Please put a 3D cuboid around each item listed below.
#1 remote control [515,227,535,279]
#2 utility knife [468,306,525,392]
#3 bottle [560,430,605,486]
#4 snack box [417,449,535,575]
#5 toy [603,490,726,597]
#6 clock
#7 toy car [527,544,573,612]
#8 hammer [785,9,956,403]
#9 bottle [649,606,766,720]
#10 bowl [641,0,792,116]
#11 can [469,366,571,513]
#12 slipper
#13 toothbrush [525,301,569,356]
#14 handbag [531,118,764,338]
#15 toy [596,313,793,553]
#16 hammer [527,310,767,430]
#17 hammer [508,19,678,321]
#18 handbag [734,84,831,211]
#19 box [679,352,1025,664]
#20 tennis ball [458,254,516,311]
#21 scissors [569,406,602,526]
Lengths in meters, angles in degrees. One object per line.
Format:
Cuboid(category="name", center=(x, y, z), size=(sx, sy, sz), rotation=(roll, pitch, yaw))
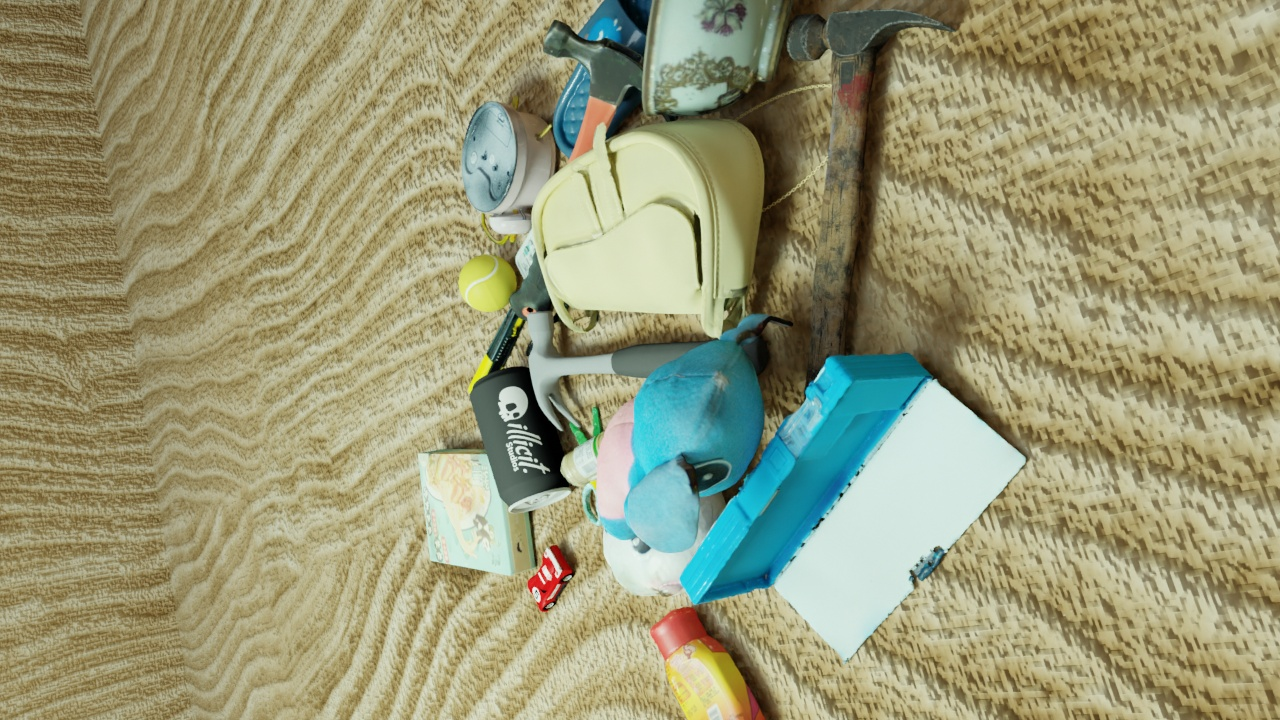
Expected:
Cuboid(category="remote control", center=(-0.093, -0.135, 0.977), size=(0.134, 0.022, 0.050), rotation=(-51, 56, 39))
Cuboid(category="utility knife", center=(-0.161, -0.017, 1.066), size=(0.020, 0.028, 0.174), rotation=(52, 130, 27))
Cuboid(category="bottle", center=(-0.033, 0.091, 0.909), size=(0.110, 0.042, 0.042), rotation=(-33, 70, 38))
Cuboid(category="snack box", center=(-0.205, 0.181, 1.128), size=(0.194, 0.044, 0.141), rotation=(-6, 91, 49))
Cuboid(category="toy", center=(0.033, 0.124, 0.815), size=(0.139, 0.101, 0.179), rotation=(10, 83, 61))
Cuboid(category="clock", center=(-0.148, -0.201, 1.002), size=(0.117, 0.058, 0.158), rotation=(46, 126, 41))
Cuboid(category="toy car", center=(-0.104, 0.246, 1.032), size=(0.038, 0.025, 0.090), rotation=(54, 131, 30))
Cuboid(category="hammer", center=(0.155, -0.088, 0.685), size=(0.120, 0.033, 0.330), rotation=(13, 106, 40))
Cuboid(category="bottle", center=(0.058, 0.290, 0.830), size=(0.134, 0.048, 0.072), rotation=(58, 133, 28))
Cuboid(category="bowl", center=(0.065, -0.260, 0.709), size=(0.094, 0.159, 0.160), rotation=(14, 110, 5))
Cuboid(category="can", center=(-0.131, 0.086, 1.003), size=(0.080, 0.080, 0.146), rotation=(-37, 67, 45))
Cuboid(category="slipper", center=(-0.034, -0.281, 0.866), size=(0.214, 0.059, 0.103), rotation=(-48, 57, 43))
Cuboid(category="toothbrush", center=(-0.079, -0.058, 0.978), size=(0.017, 0.014, 0.189), rotation=(53, 132, 14))
Cuboid(category="handbag", center=(-0.004, -0.108, 0.787), size=(0.233, 0.088, 0.191), rotation=(4, 109, 44))
Cuboid(category="toy", center=(0.032, 0.050, 0.711), size=(0.099, 0.223, 0.192), rotation=(34, 148, -10))
Cuboid(category="hammer", center=(-0.005, 0.005, 0.879), size=(0.312, 0.029, 0.125), rotation=(-3, 94, 46))
Cuboid(category="hammer", center=(-0.070, -0.157, 0.900), size=(0.033, 0.133, 0.334), rotation=(-78, 11, -46))
Cuboid(category="handbag", center=(0.100, -0.168, 0.751), size=(0.179, 0.027, 0.084), rotation=(-24, 77, 44))
Cuboid(category="box", center=(0.144, 0.119, 0.671), size=(0.113, 0.113, 0.244), rotation=(56, 132, 36))
Cuboid(category="tennis ball", center=(-0.174, -0.088, 1.044), size=(0.065, 0.065, 0.065), rotation=(7, 100, 49))
Cuboid(category="scissors", center=(-0.048, 0.114, 0.963), size=(0.131, 0.012, 0.113), rotation=(53, 128, 32))
